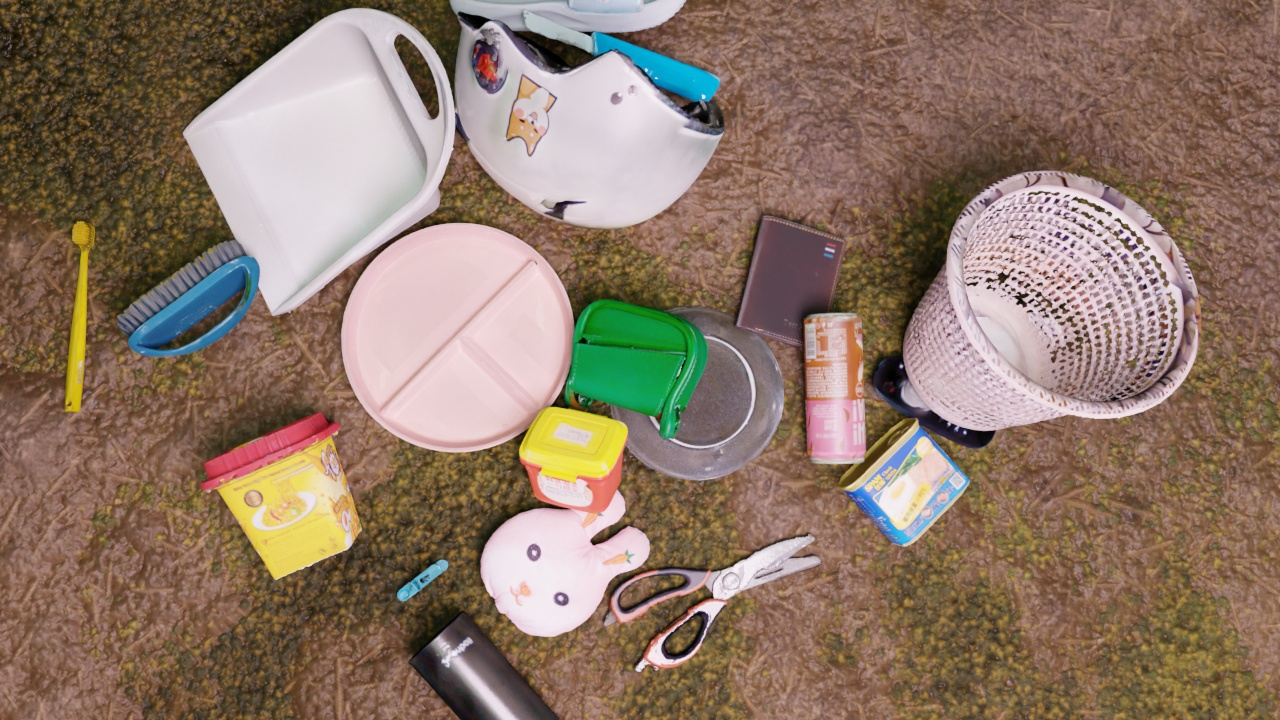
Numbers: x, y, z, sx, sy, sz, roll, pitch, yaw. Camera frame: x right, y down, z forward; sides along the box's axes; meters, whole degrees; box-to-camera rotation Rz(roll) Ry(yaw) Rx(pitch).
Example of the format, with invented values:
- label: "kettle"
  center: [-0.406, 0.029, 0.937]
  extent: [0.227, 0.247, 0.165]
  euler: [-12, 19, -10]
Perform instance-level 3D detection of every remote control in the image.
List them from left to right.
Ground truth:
- label: "remote control"
  center: [0.298, 0.044, 0.938]
  extent: [0.136, 0.024, 0.053]
  euler: [30, 79, 1]

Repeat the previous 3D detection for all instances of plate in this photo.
- label: "plate"
  center: [-0.180, -0.023, 0.918]
  extent: [0.229, 0.028, 0.229]
  euler: [0, 84, -2]
- label: "plate"
  center: [0.058, 0.032, 0.927]
  extent: [0.179, 0.024, 0.179]
  euler: [0, 83, -4]

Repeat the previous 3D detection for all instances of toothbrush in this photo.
- label: "toothbrush"
  center: [-0.556, -0.044, 0.905]
  extent: [0.015, 0.016, 0.190]
  euler: [1, 83, -3]

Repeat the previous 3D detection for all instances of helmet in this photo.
- label: "helmet"
  center: [-0.066, -0.211, 0.861]
  extent: [0.274, 0.229, 0.157]
  euler: [25, 103, 23]

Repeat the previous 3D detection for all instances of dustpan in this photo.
- label: "dustpan"
  center: [-0.300, -0.206, 0.877]
  extent: [0.257, 0.143, 0.222]
  euler: [-27, 85, -7]

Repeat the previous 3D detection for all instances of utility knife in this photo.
- label: "utility knife"
  center: [-0.017, -0.309, 0.932]
  extent: [0.216, 0.018, 0.034]
  euler: [15, 86, -21]

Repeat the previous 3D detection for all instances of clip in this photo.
- label: "clip"
  center: [-0.213, 0.214, 0.893]
  extent: [0.055, 0.038, 0.013]
  euler: [-37, 86, 3]

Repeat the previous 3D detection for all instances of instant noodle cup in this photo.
- label: "instant noodle cup"
  center: [-0.325, 0.126, 0.857]
  extent: [0.116, 0.116, 0.123]
  euler: [-23, 96, -6]

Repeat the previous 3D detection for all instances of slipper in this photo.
- label: "slipper"
  center: [-0.073, -0.387, 0.927]
  extent: [0.245, 0.074, 0.103]
  euler: [-3, 51, 0]

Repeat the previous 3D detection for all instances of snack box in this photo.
- label: "snack box"
  center: [-0.062, 0.098, 0.872]
  extent: [0.091, 0.080, 0.081]
  euler: [12, 42, 14]

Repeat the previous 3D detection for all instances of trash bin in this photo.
- label: "trash bin"
  center: [0.351, -0.031, 0.852]
  extent: [0.227, 0.192, 0.227]
  euler: [3, 70, -8]

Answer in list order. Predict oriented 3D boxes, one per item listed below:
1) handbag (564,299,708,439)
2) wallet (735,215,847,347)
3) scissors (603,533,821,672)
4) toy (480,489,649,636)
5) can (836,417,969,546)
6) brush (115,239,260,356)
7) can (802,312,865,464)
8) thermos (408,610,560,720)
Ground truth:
- label: "handbag"
  center: [-0.005, 0.005, 0.891]
  extent: [0.131, 0.068, 0.120]
  euler: [17, 91, 19]
- label: "wallet"
  center: [0.155, -0.079, 0.944]
  extent: [0.096, 0.020, 0.122]
  euler: [15, 83, -10]
- label: "scissors"
  center: [0.077, 0.237, 0.909]
  extent: [0.202, 0.015, 0.204]
  euler: [20, 82, -1]
- label: "toy"
  center: [-0.073, 0.191, 0.890]
  extent: [0.159, 0.054, 0.121]
  euler: [-32, 87, -14]
- label: "can"
  center: [0.261, 0.121, 0.912]
  extent: [0.102, 0.057, 0.083]
  euler: [-43, 90, -6]
- label: "brush"
  center: [-0.431, -0.052, 0.893]
  extent: [0.143, 0.055, 0.073]
  euler: [-39, 86, -7]
- label: "can"
  center: [0.192, 0.027, 0.911]
  extent: [0.058, 0.058, 0.147]
  euler: [-2, 89, -3]
- label: "thermos"
  center: [-0.106, 0.342, 0.868]
  extent: [0.242, 0.069, 0.089]
  euler: [47, 51, 1]
